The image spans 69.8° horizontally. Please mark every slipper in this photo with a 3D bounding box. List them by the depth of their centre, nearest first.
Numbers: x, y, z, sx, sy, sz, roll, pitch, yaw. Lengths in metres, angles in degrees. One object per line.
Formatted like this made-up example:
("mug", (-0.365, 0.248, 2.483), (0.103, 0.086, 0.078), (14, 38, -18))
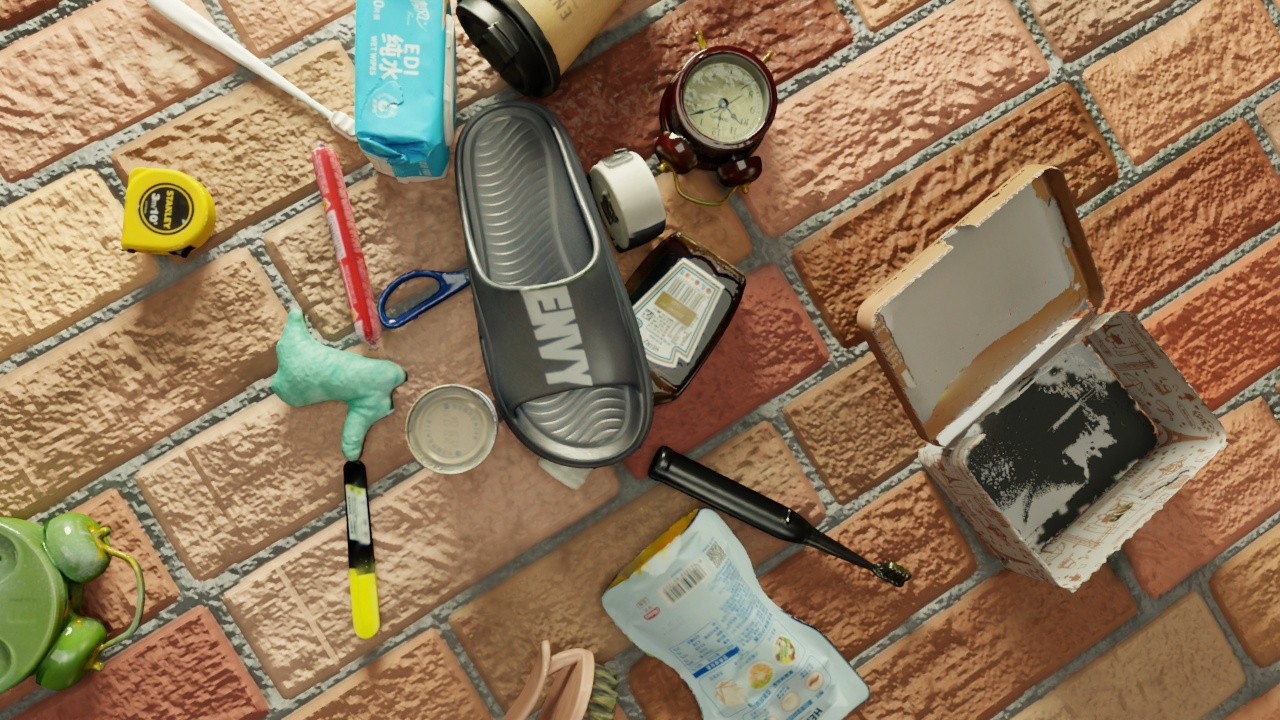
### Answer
("slipper", (-0.071, -0.057, 0.610), (0.111, 0.083, 0.268), (-17, 81, 5))

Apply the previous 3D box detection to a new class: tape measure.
("tape measure", (-0.321, -0.100, 0.627), (0.057, 0.029, 0.060), (4, 87, -7))
("tape measure", (-0.010, -0.114, 0.652), (0.033, 0.066, 0.066), (-25, 91, -12))

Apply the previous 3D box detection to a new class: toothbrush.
("toothbrush", (-0.272, -0.209, 0.645), (0.180, 0.016, 0.016), (34, 81, -5))
("toothbrush", (0.105, 0.119, 0.677), (0.212, 0.027, 0.026), (26, 46, -6))

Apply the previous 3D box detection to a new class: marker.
("marker", (-0.196, 0.131, 0.642), (0.018, 0.015, 0.124), (-6, 85, -9))

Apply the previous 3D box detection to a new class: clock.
("clock", (-0.406, 0.155, 0.590), (0.161, 0.056, 0.116), (2, 88, -8))
("clock", (0.055, -0.172, 0.669), (0.082, 0.055, 0.122), (13, 87, -7))

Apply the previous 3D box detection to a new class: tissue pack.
("tissue pack", (-0.157, -0.194, 0.623), (0.063, 0.090, 0.140), (1, 87, -8))

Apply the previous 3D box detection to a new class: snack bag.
("snack bag", (0.069, 0.207, 0.663), (0.110, 0.039, 0.191), (-41, 95, -13))

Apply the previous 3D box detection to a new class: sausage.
("sausage", (-0.206, -0.081, 0.644), (0.020, 0.020, 0.156), (-15, 85, -8))

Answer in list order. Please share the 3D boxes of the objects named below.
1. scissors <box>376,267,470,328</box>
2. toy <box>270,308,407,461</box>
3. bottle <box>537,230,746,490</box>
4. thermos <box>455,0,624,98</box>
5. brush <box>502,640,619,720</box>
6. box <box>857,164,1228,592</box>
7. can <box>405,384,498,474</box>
("scissors", (-0.107, -0.056, 0.664), (0.175, 0.012, 0.162), (-21, 89, -9))
("toy", (-0.210, 0.019, 0.637), (0.092, 0.030, 0.096), (11, 88, -5))
("bottle", (-0.004, 0.004, 0.659), (0.080, 0.044, 0.194), (35, 85, 2))
("thermos", (-0.059, -0.255, 0.644), (0.093, 0.093, 0.143), (45, 75, -4))
("brush", (-0.067, 0.267, 0.628), (0.073, 0.063, 0.145), (24, 84, -17))
("box", (0.281, 0.014, 0.665), (0.177, 0.106, 0.272), (-40, 105, -8))
("can", (-0.119, 0.042, 0.595), (0.053, 0.135, 0.053), (0, 88, -8))
